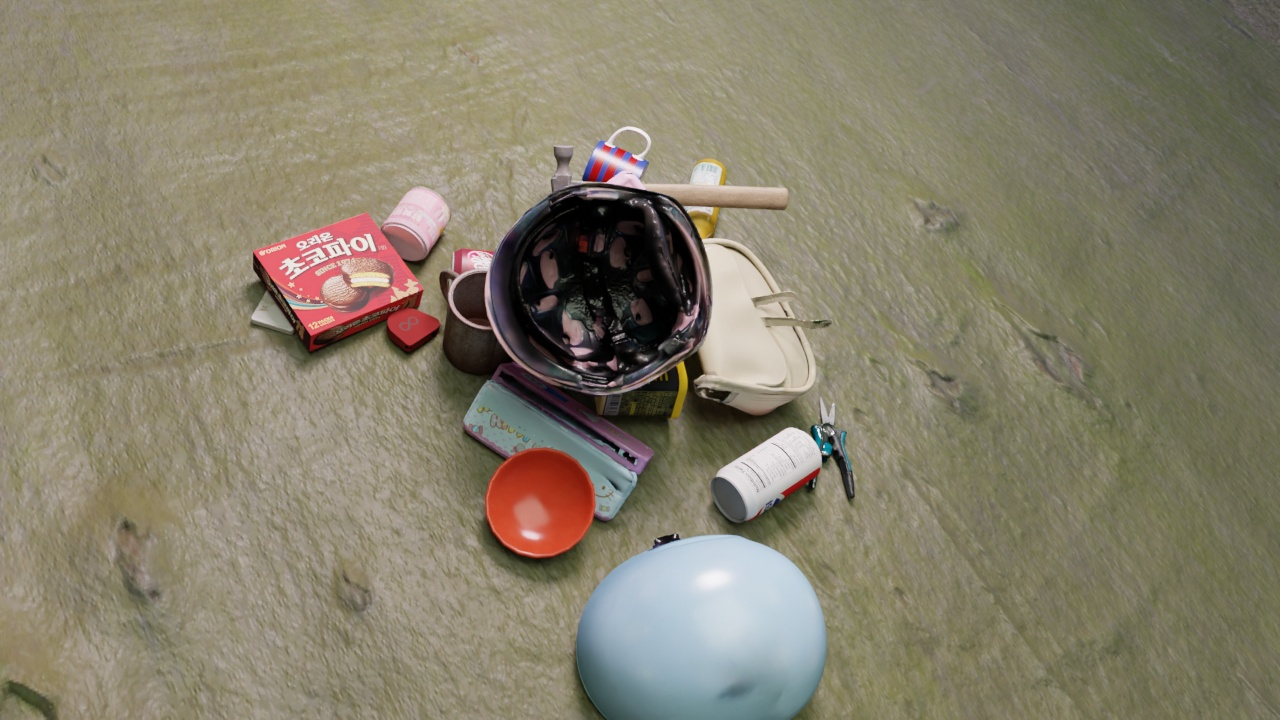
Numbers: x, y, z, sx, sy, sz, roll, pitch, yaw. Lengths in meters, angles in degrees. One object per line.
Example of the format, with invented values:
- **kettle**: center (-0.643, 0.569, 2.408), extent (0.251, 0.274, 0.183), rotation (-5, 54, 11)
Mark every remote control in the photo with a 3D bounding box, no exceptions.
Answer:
- **remote control**: center (-0.427, -0.093, 1.133), extent (0.050, 0.011, 0.135), rotation (17, 54, -5)

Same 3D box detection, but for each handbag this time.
- **handbag**: center (0.128, -0.054, 1.154), extent (0.183, 0.132, 0.229), rotation (-3, 68, -42)

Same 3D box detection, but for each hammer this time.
- **hammer**: center (0.040, -0.234, 1.284), extent (0.331, 0.119, 0.030), rotation (2, 19, -3)

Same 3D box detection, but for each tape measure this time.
- **tape measure**: center (-0.284, -0.041, 1.138), extent (0.051, 0.019, 0.058), rotation (38, 48, 12)

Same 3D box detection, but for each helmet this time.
- **helmet**: center (0.068, 0.282, 0.944), extent (0.265, 0.167, 0.225), rotation (-8, 69, -11)
- **helmet**: center (-0.055, -0.080, 1.040), extent (0.255, 0.153, 0.230), rotation (-20, 98, -15)

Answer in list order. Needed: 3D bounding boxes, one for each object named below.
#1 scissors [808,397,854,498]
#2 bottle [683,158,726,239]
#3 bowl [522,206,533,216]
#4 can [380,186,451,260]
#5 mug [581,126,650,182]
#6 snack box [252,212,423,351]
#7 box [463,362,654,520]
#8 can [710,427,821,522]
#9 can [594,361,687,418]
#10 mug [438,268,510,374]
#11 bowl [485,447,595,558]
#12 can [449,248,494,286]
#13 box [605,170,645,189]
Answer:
- **scissors**: center (0.247, 0.118, 1.193), extent (0.120, 0.019, 0.150), rotation (42, 54, 13)
- **bottle**: center (0.088, -0.215, 1.343), extent (0.053, 0.053, 0.185), rotation (17, 55, -5)
- **bowl**: center (-0.083, -0.158, 1.213), extent (0.144, 0.145, 0.067), rotation (0, 78, -17)
- **can**: center (-0.292, -0.177, 1.195), extent (0.067, 0.067, 0.076), rotation (24, 53, -1)
- **mug**: center (-0.030, -0.284, 1.320), extent (0.076, 0.112, 0.074), rotation (25, 24, 0)
- **snack box**: center (-0.370, -0.100, 1.127), extent (0.151, 0.036, 0.132), rotation (-29, 73, -34)
- **box**: center (-0.098, 0.097, 1.094), extent (0.214, 0.089, 0.092), rotation (32, 97, 5)
- **can**: center (0.154, 0.139, 1.119), extent (0.131, 0.070, 0.070), rotation (-27, 69, -30)
- **can**: center (-0.007, 0.007, 1.146), extent (0.101, 0.073, 0.130), rotation (1, 45, -13)
- **mug**: center (-0.204, -0.056, 1.118), extent (0.123, 0.110, 0.096), rotation (45, 51, 15)
- **bowl**: center (-0.112, 0.160, 1.030), extent (0.122, 0.035, 0.122), rotation (1, 75, -4)
- **can**: center (-0.186, -0.108, 1.184), extent (0.114, 0.063, 0.063), rotation (4, 56, -14)
- **box**: center (-0.053, -0.124, 1.144), extent (0.201, 0.155, 0.059), rotation (-39, 32, -2)
